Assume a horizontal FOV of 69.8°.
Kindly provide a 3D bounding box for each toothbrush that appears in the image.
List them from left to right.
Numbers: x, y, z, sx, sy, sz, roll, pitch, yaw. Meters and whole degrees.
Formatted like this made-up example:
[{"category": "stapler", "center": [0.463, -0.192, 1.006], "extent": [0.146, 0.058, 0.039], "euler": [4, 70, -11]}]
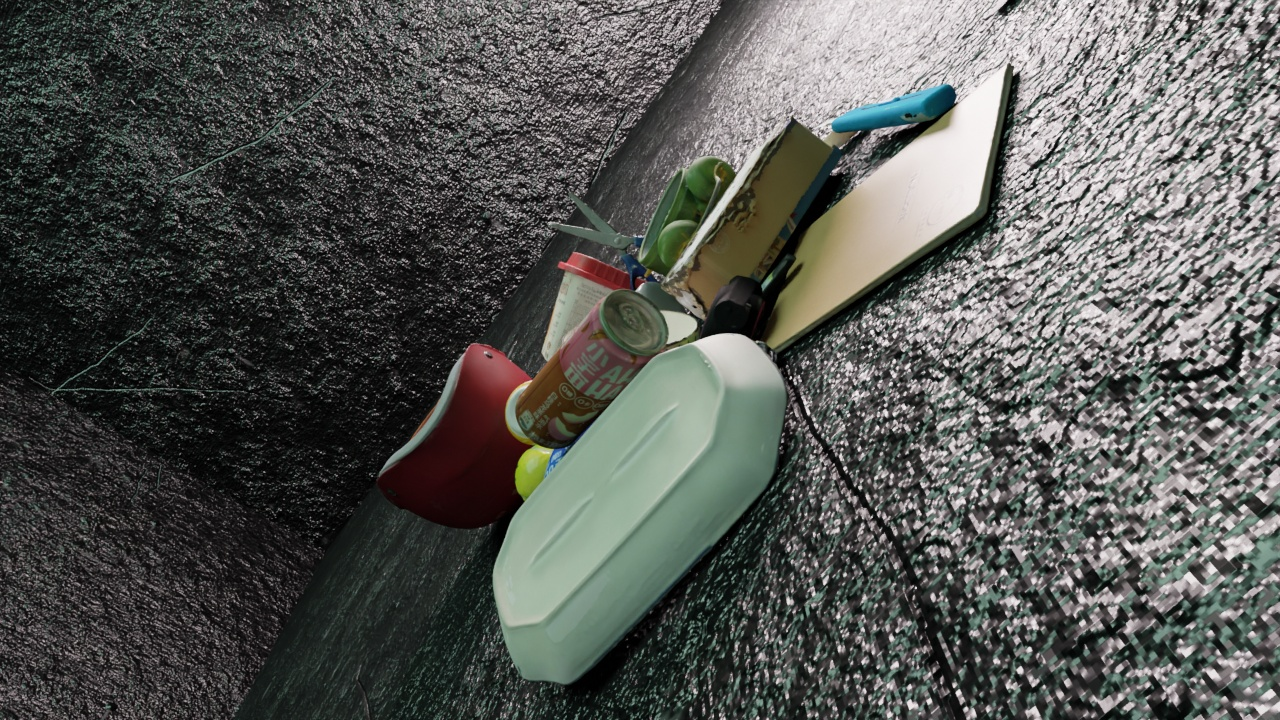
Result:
[{"category": "toothbrush", "center": [0.145, -0.170, 0.828], "extent": [0.192, 0.016, 0.018], "euler": [-42, 11, 48]}]

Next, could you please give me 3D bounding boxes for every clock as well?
[{"category": "clock", "center": [0.047, -0.130, 0.870], "extent": [0.161, 0.056, 0.116], "euler": [163, 130, -77]}]

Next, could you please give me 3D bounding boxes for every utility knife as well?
[{"category": "utility knife", "center": [0.178, -0.188, 0.701], "extent": [0.034, 0.018, 0.188], "euler": [-32, 15, -8]}]

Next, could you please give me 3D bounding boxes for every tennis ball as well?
[{"category": "tennis ball", "center": [-0.083, 0.107, 0.849], "extent": [0.066, 0.065, 0.065], "euler": [-51, 14, 18]}]

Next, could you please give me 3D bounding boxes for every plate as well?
[{"category": "plate", "center": [-0.015, 0.088, 0.598], "extent": [0.266, 0.034, 0.162], "euler": [-48, 32, 13]}]

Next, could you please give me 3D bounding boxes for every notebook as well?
[{"category": "notebook", "center": [0.156, -0.090, 0.609], "extent": [0.208, 0.008, 0.147], "euler": [-39, 20, 52]}]

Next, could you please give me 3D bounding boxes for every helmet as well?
[{"category": "helmet", "center": [-0.177, 0.102, 1.042], "extent": [0.206, 0.144, 0.240], "euler": [-57, -1, -8]}]

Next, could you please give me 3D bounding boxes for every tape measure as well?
[{"category": "tape measure", "center": [0.069, -0.026, 0.669], "extent": [0.056, 0.039, 0.058], "euler": [-56, -16, -55]}]

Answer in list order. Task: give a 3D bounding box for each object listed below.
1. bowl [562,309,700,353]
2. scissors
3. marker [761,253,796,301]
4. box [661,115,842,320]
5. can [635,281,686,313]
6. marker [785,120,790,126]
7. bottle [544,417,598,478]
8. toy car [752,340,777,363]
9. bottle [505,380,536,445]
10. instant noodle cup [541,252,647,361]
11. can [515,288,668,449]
[{"category": "bowl", "center": [-0.005, 0.005, 0.775], "extent": [0.116, 0.116, 0.066], "euler": [-97, 0, -71]}, {"category": "scissors", "center": [-0.009, -0.124, 0.983], "extent": [0.160, 0.163, 0.012], "euler": [-21, -10, -8]}, {"category": "marker", "center": [0.080, -0.031, 0.706], "extent": [0.124, 0.015, 0.018], "euler": [-53, 9, 21]}, {"category": "box", "center": [0.094, -0.120, 0.755], "extent": [0.184, 0.061, 0.090], "euler": [-54, 6, -18]}, {"category": "can", "center": [-0.017, -0.014, 0.927], "extent": [0.147, 0.058, 0.058], "euler": [-46, 16, 38]}, {"category": "marker", "center": [0.117, -0.188, 0.964], "extent": [0.146, 0.017, 0.016], "euler": [-52, 14, 17]}, {"category": "bottle", "center": [-0.045, 0.090, 0.761], "extent": [0.065, 0.065, 0.218], "euler": [-50, 15, 22]}, {"category": "toy car", "center": [0.055, 0.020, 0.643], "extent": [0.106, 0.031, 0.048], "euler": [-24, 34, 53]}, {"category": "bottle", "center": [-0.085, 0.056, 0.906], "extent": [0.063, 0.063, 0.108], "euler": [-54, -26, 7]}, {"category": "instant noodle cup", "center": [-0.053, -0.047, 1.040], "extent": [0.124, 0.116, 0.116], "euler": [-67, 13, 3]}, {"category": "can", "center": [-0.040, 0.010, 0.687], "extent": [0.148, 0.058, 0.057], "euler": [-46, 16, 43]}]
